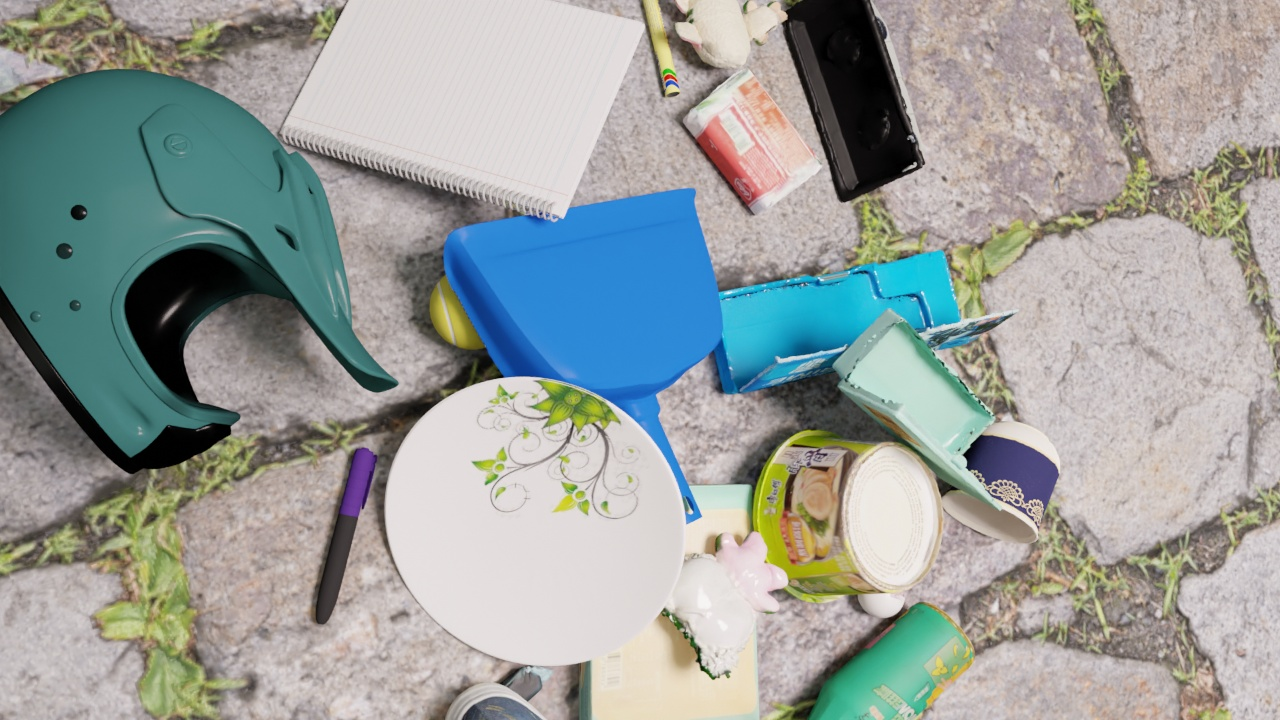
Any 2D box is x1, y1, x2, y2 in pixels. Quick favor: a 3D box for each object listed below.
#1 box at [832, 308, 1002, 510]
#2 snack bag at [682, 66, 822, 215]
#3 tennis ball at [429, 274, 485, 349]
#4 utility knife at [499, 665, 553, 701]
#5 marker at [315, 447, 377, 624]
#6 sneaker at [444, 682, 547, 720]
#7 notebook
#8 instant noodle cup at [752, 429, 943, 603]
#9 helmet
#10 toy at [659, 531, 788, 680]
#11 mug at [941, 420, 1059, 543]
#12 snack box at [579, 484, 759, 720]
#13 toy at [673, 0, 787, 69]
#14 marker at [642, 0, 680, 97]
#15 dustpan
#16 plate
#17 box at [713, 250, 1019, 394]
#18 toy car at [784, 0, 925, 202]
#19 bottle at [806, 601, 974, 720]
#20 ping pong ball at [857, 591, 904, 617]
[{"bbox_3d":[0.242,0.050,0.737,0.077,0.093,0.188,-45,129,9],"label":"box"},{"bbox_3d":[0.101,-0.197,0.829,0.076,0.036,0.116,-40,95,-19],"label":"snack bag"},{"bbox_3d":[-0.132,-0.041,0.720,0.065,0.065,0.065,2,81,-17],"label":"tennis ball"},{"bbox_3d":[-0.138,0.289,0.697,0.172,0.020,0.029,-36,101,-18],"label":"utility knife"},{"bbox_3d":[-0.223,0.132,0.695,0.018,0.015,0.133,21,75,-42],"label":"marker"},{"bbox_3d":[-0.046,0.331,0.679,0.235,0.079,0.087,43,74,-15],"label":"sneaker"},{"bbox_3d":[-0.142,-0.218,0.717,0.246,0.013,0.177,18,76,13],"label":"notebook"},{"bbox_3d":[0.174,0.128,0.754,0.146,0.098,0.146,5,81,-35],"label":"instant noodle cup"},{"bbox_3d":[-0.298,-0.064,0.613,0.200,0.177,0.275,-32,90,-16],"label":"helmet"},{"bbox_3d":[0.065,0.182,0.715,0.108,0.041,0.095,-34,81,-21],"label":"toy"},{"bbox_3d":[0.337,0.112,0.840,0.112,0.086,0.089,48,65,-43],"label":"mug"},{"bbox_3d":[0.023,0.198,0.745,0.141,0.044,0.193,1,82,-18],"label":"snack box"},{"bbox_3d":[0.073,-0.301,0.825,0.112,0.050,0.087,-4,66,-29],"label":"toy"},{"bbox_3d":[0.014,-0.303,0.829,0.014,0.014,0.132,-12,86,-18],"label":"marker"},{"bbox_3d":[-0.004,0.004,0.721,0.244,0.060,0.257,-18,79,-37],"label":"dustpan"},{"bbox_3d":[-0.079,0.120,0.695,0.229,0.030,0.229,2,103,8],"label":"plate"},{"bbox_3d":[0.191,-0.040,0.792,0.243,0.115,0.094,-12,85,-19],"label":"box"},{"bbox_3d":[0.212,-0.254,0.854,0.071,0.094,0.191,-15,86,-39],"label":"toy car"},{"bbox_3d":[0.185,0.291,0.769,0.209,0.068,0.068,-34,93,-18],"label":"bottle"},{"bbox_3d":[0.211,0.205,0.803,0.040,0.040,0.040,2,81,-17],"label":"ping pong ball"}]
